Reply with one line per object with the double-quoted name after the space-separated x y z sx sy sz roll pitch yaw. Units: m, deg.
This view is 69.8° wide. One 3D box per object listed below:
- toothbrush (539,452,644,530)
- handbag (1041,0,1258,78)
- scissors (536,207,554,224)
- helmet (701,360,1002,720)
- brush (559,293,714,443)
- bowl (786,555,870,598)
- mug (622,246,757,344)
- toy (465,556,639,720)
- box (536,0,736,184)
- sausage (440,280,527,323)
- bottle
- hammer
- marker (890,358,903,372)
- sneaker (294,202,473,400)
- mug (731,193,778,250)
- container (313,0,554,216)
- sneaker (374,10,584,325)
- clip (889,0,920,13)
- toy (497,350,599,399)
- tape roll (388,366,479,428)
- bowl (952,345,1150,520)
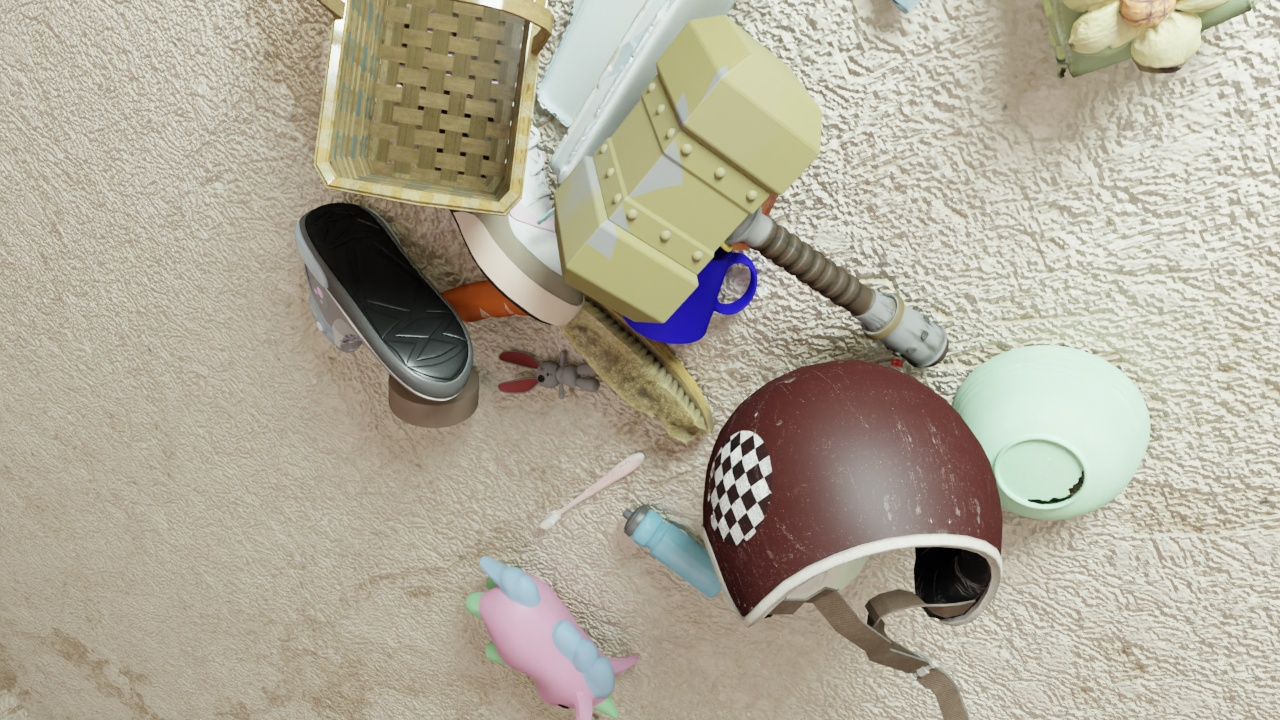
-0.055 0.144 1.004 0.015 0.018 0.182 47 127 -6 "toothbrush"
0.278 -0.256 0.535 0.113 0.116 0.186 -17 111 33 "handbag"
-0.030 -0.151 0.753 0.015 0.136 0.055 46 170 14 "scissors"
0.169 0.130 0.720 0.233 0.253 0.234 5 137 -18 "helmet"
-0.005 0.005 0.879 0.195 0.043 0.059 45 128 -2 "brush"
0.145 0.174 0.886 0.153 0.072 0.154 12 123 19 "bowl"
0.046 -0.069 0.797 0.111 0.079 0.084 8 126 -11 "mug"
-0.112 0.329 1.092 0.171 0.119 0.222 0 119 38 "toy"
-0.019 -0.237 0.706 0.130 0.105 0.211 39 128 6 "box"
-0.153 -0.058 0.918 0.165 0.039 0.044 -6 100 31 "sausage"
0.035 0.200 0.977 0.130 0.040 0.040 36 128 3 "bottle"
0.118 -0.076 0.680 0.324 0.100 0.191 28 118 -29 "hammer"
0.233 0.063 0.813 0.013 0.012 0.142 0 118 27 "marker"
-0.267 -0.029 0.935 0.256 0.092 0.161 50 141 20 "sneaker"
0.065 -0.164 0.723 0.117 0.081 0.111 32 124 7 "mug"
-0.143 -0.236 0.656 0.157 0.186 0.250 8 93 -8 "container"
-0.115 -0.174 0.801 0.117 0.111 0.294 -31 97 18 "sneaker"
0.107 -0.281 0.588 0.169 0.164 0.031 44 127 1 "clip"
-0.093 0.014 0.938 0.112 0.030 0.049 3 91 23 "toy"
-0.218 0.031 0.971 0.094 0.093 0.030 20 125 15 "tape roll"
0.322 0.070 0.733 0.151 0.076 0.151 13 123 21 "bowl"
